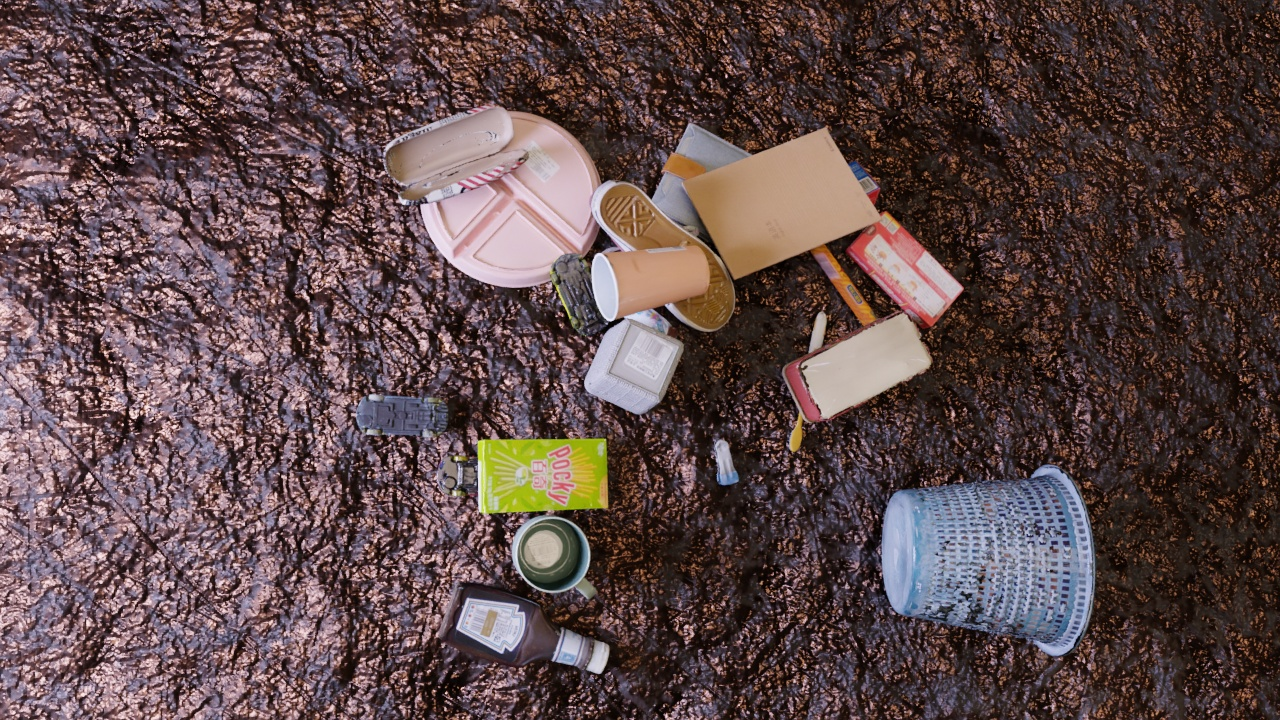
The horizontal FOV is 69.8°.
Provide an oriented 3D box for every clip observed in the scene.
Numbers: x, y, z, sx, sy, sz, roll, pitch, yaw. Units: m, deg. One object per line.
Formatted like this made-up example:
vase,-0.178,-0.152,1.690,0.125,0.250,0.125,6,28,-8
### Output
clip,0.105,0.128,1.155,0.025,0.036,0.058,-12,89,-10

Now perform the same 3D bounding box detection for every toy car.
toy car,-0.281,0.066,1.082,0.105,0.031,0.049,4,81,-12
toy car,-0.077,-0.082,1.137,0.048,0.032,0.105,-26,101,-13
toy car,-0.189,0.137,1.088,0.106,0.031,0.049,3,80,-22

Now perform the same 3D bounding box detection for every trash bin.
trash bin,0.404,0.235,1.112,0.195,0.226,0.226,3,82,2

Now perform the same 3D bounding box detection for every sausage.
sausage,0.272,-0.095,1.214,0.021,0.021,0.165,-36,90,-13

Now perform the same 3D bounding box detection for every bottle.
bottle,-0.132,0.320,1.071,0.195,0.044,0.079,20,79,-8

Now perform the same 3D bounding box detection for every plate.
plate,-0.158,-0.206,1.145,0.229,0.028,0.229,1,82,-10

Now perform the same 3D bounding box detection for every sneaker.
sneaker,0.023,-0.133,1.141,0.118,0.088,0.241,-47,115,-1

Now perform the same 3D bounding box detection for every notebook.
notebook,0.178,-0.200,1.156,0.211,0.012,0.149,-22,71,-11

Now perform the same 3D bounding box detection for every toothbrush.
toothbrush,0.217,0.026,1.192,0.016,0.018,0.191,16,77,-10

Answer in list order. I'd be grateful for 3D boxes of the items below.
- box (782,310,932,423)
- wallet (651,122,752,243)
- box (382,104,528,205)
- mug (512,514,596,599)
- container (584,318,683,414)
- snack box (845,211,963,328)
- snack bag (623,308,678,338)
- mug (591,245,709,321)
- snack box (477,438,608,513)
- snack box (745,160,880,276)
box,0.276,0.009,1.152,0.168,0.078,0.091,-26,89,-11
wallet,0.080,-0.232,1.189,0.106,0.037,0.129,27,78,-7
box,-0.220,-0.244,1.085,0.162,0.076,0.087,-25,115,-10
mug,-0.095,0.230,1.056,0.112,0.106,0.082,45,76,-2
container,-0.007,0.006,1.100,0.090,0.114,0.090,24,79,-6
snack box,0.354,-0.121,1.231,0.153,0.025,0.075,44,78,-2
snack bag,0.002,-0.057,1.152,0.105,0.045,0.026,37,121,-4
mug,0.014,-0.096,1.063,0.122,0.078,0.078,-13,85,-20
snack box,-0.114,0.135,1.089,0.156,0.026,0.085,2,82,-26
snack box,0.207,-0.184,1.188,0.207,0.058,0.057,-28,67,-13
